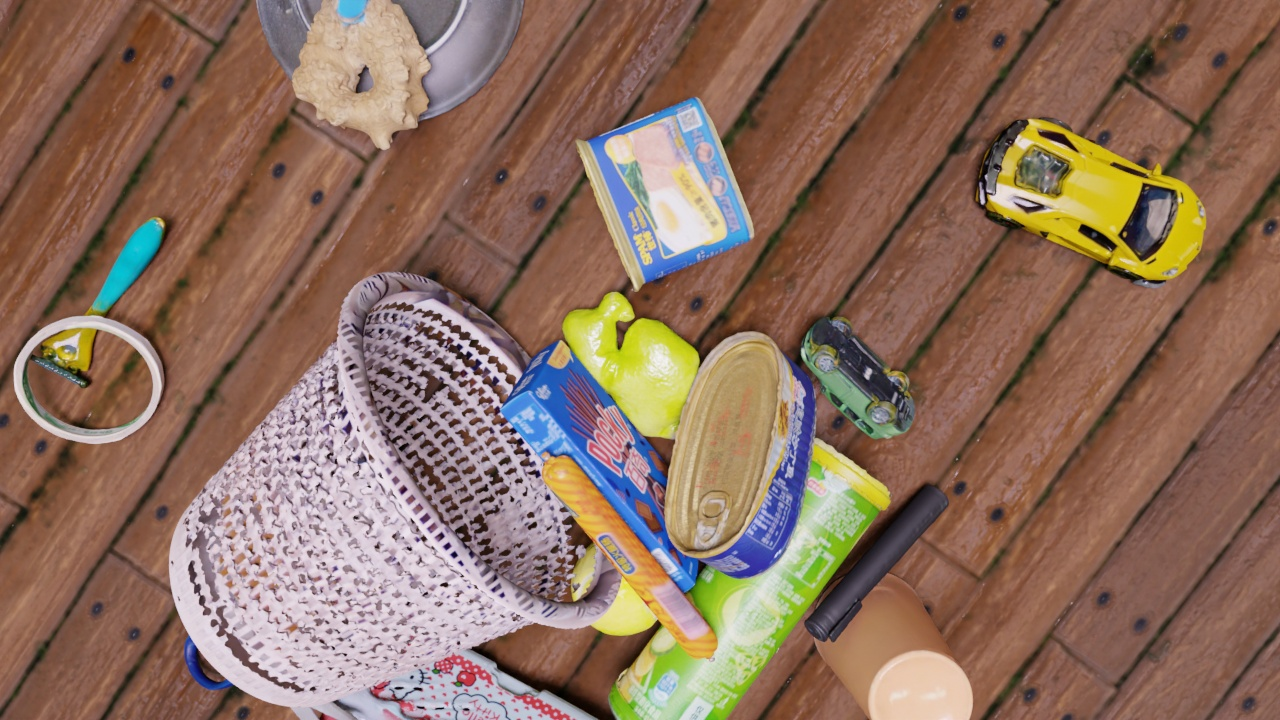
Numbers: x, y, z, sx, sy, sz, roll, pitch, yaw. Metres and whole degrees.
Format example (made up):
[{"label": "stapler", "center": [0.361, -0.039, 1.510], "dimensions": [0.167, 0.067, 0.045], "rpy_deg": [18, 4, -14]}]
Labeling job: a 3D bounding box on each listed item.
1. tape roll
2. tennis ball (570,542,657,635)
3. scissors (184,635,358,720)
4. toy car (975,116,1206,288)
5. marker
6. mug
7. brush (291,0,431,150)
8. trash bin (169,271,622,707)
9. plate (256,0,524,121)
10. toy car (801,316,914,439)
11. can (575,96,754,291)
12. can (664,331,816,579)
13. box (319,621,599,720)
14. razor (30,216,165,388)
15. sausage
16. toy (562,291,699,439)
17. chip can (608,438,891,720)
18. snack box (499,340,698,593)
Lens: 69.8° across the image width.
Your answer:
[{"label": "tape roll", "center": [-0.363, 0.013, 0.606], "dimensions": [0.085, 0.014, 0.086], "rpy_deg": [-5, 111, -15]}, {"label": "tennis ball", "center": [-0.012, 0.146, 0.599], "dimensions": [0.065, 0.065, 0.065], "rpy_deg": [0, 94, 1]}, {"label": "scissors", "center": [-0.238, 0.191, 0.595], "dimensions": [0.171, 0.012, 0.141], "rpy_deg": [-11, 77, 27]}, {"label": "toy car", "center": [0.292, -0.102, 0.589], "dimensions": [0.156, 0.041, 0.071], "rpy_deg": [25, 94, -2]}, {"label": "marker", "center": [0.154, 0.128, 0.588], "dimensions": [0.131, 0.022, 0.020], "rpy_deg": [-40, 120, -24]}, {"label": "mug", "center": [0.156, 0.187, 0.570], "dimensions": [0.078, 0.122, 0.078], "rpy_deg": [0, 95, 1]}, {"label": "brush", "center": [-0.167, -0.258, 0.555], "dimensions": [0.083, 0.045, 0.255], "rpy_deg": [4, 99, 4]}, {"label": "trash bin", "center": [-0.151, 0.092, 0.537], "dimensions": [0.192, 0.227, 0.227], "rpy_deg": [-34, 93, 15]}, {"label": "plate", "center": [-0.165, -0.245, 0.595], "dimensions": [0.179, 0.024, 0.179], "rpy_deg": [0, 94, 1]}, {"label": "toy car", "center": [0.140, 0.012, 0.597], "dimensions": [0.091, 0.043, 0.036], "rpy_deg": [46, 135, -8]}, {"label": "can", "center": [0.016, -0.106, 0.586], "dimensions": [0.083, 0.057, 0.102], "rpy_deg": [-22, 94, 0]}, {"label": "can", "center": [0.063, 0.057, 0.565], "dimensions": [0.049, 0.075, 0.147], "rpy_deg": [37, 57, -39]}, {"label": "box", "center": [-0.100, 0.245, 0.596], "dimensions": [0.201, 0.095, 0.098], "rpy_deg": [24, 64, 12]}, {"label": "razor", "center": [-0.354, -0.043, 0.610], "dimensions": [0.043, 0.028, 0.132], "rpy_deg": [35, 98, -21]}, {"label": "sausage", "center": [-0.005, 0.115, 0.529], "dimensions": [0.021, 0.021, 0.165], "rpy_deg": [-37, 102, 3]}, {"label": "toy", "center": [-0.004, 0.004, 0.605], "dimensions": [0.100, 0.031, 0.097], "rpy_deg": [4, 104, 6]}, {"label": "chip can", "center": [0.067, 0.154, 0.588], "dimensions": [0.072, 0.072, 0.221], "rpy_deg": [37, 89, -2]}, {"label": "snack box", "center": [-0.018, 0.066, 0.570], "dimensions": [0.026, 0.084, 0.157], "rpy_deg": [-35, 103, 19]}]
